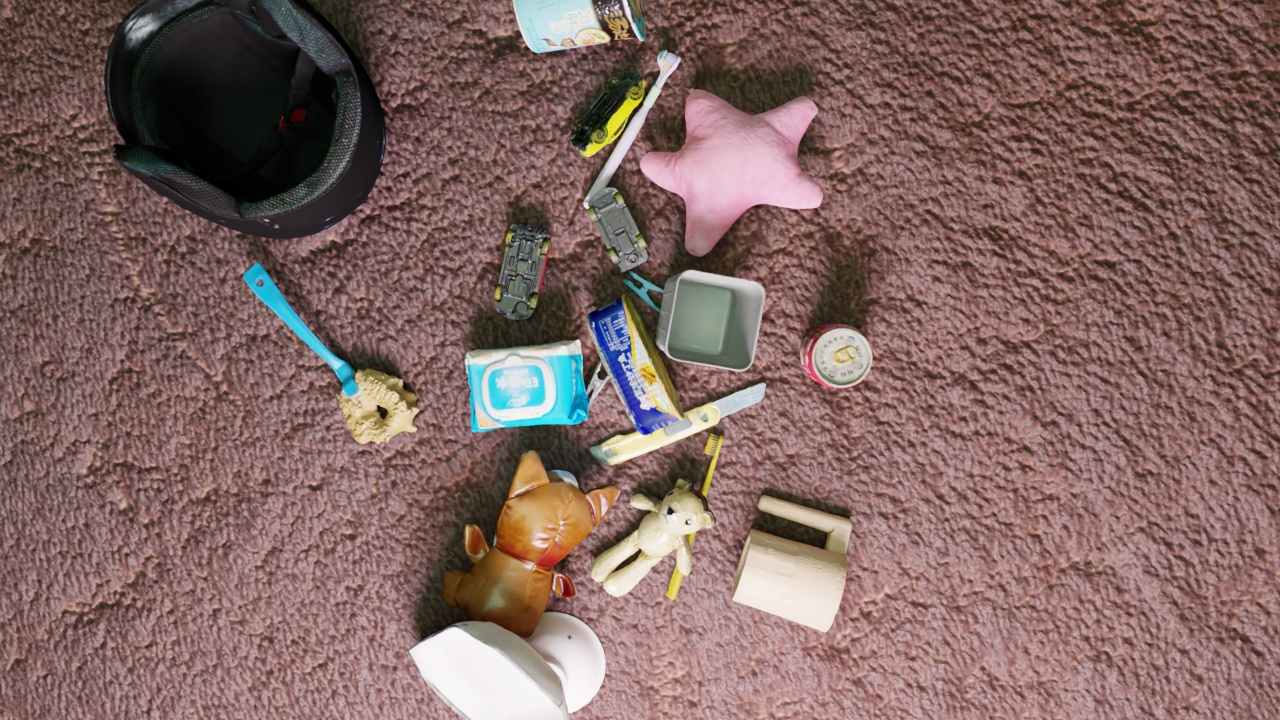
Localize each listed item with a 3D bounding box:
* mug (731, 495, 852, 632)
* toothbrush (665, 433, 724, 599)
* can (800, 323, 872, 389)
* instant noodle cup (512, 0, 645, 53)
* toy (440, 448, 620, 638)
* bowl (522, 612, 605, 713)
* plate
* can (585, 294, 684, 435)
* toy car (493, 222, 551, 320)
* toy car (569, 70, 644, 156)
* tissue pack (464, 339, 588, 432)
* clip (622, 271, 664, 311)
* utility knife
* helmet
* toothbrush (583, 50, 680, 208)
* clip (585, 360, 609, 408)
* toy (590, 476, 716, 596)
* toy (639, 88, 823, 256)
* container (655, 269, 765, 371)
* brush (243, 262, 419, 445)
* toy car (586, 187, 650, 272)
[{"bbox_3d":[0.163,0.214,0.983,0.103,0.084,0.124,17,69,5],"label":"mug"},{"bbox_3d":[0.058,0.172,1.015,0.016,0.015,0.190,17,94,8],"label":"toothbrush"},{"bbox_3d":[0.203,-0.005,0.955,0.066,0.093,0.066,0,92,4],"label":"can"},{"bbox_3d":[-0.066,-0.375,0.961,0.120,0.111,0.111,-12,92,13],"label":"instant noodle cup"},{"bbox_3d":[-0.120,0.196,0.984,0.140,0.130,0.200,22,104,-30],"label":"toy"},{"bbox_3d":[-0.101,0.345,1.011,0.118,0.064,0.118,0,92,5],"label":"bowl"},{"bbox_3d":[-0.154,0.332,0.953,0.162,0.267,0.034,45,54,-2],"label":"plate"},{"bbox_3d":[-0.006,0.006,0.983,0.049,0.074,0.148,-25,90,8],"label":"can"},{"bbox_3d":[-0.129,-0.097,1.008,0.049,0.031,0.106,12,92,4],"label":"toy car"},{"bbox_3d":[-0.032,-0.265,0.988,0.105,0.048,0.032,-52,133,1],"label":"toy car"},{"bbox_3d":[-0.123,0.028,0.986,0.140,0.063,0.090,-5,90,20],"label":"tissue pack"},{"bbox_3d":[0.006,-0.077,1.008,0.056,0.014,0.040,34,94,3],"label":"clip"},{"bbox_3d":[0.043,0.071,1.014,0.207,0.021,0.031,-23,97,1],"label":"utility knife"},{"bbox_3d":[-0.389,-0.246,0.926,0.275,0.230,0.233,37,86,12],"label":"helmet"},{"bbox_3d":[-0.012,-0.248,0.998,0.029,0.021,0.189,34,97,33],"label":"toothbrush"},{"bbox_3d":[-0.051,0.028,1.012,0.033,0.025,0.057,33,90,-3],"label":"clip"},{"bbox_3d":[0.010,0.194,0.995,0.157,0.066,0.105,-44,65,17],"label":"toy"},{"bbox_3d":[0.101,-0.218,0.966,0.194,0.074,0.178,-25,80,2],"label":"toy"},{"bbox_3d":[0.066,-0.043,0.949,0.090,0.114,0.090,10,93,-8],"label":"container"},{"bbox_3d":[-0.347,-0.006,1.018,0.083,0.045,0.254,-41,95,9],"label":"brush"},{"bbox_3d":[-0.025,-0.143,0.996,0.042,0.035,0.090,-27,94,4],"label":"toy car"}]
